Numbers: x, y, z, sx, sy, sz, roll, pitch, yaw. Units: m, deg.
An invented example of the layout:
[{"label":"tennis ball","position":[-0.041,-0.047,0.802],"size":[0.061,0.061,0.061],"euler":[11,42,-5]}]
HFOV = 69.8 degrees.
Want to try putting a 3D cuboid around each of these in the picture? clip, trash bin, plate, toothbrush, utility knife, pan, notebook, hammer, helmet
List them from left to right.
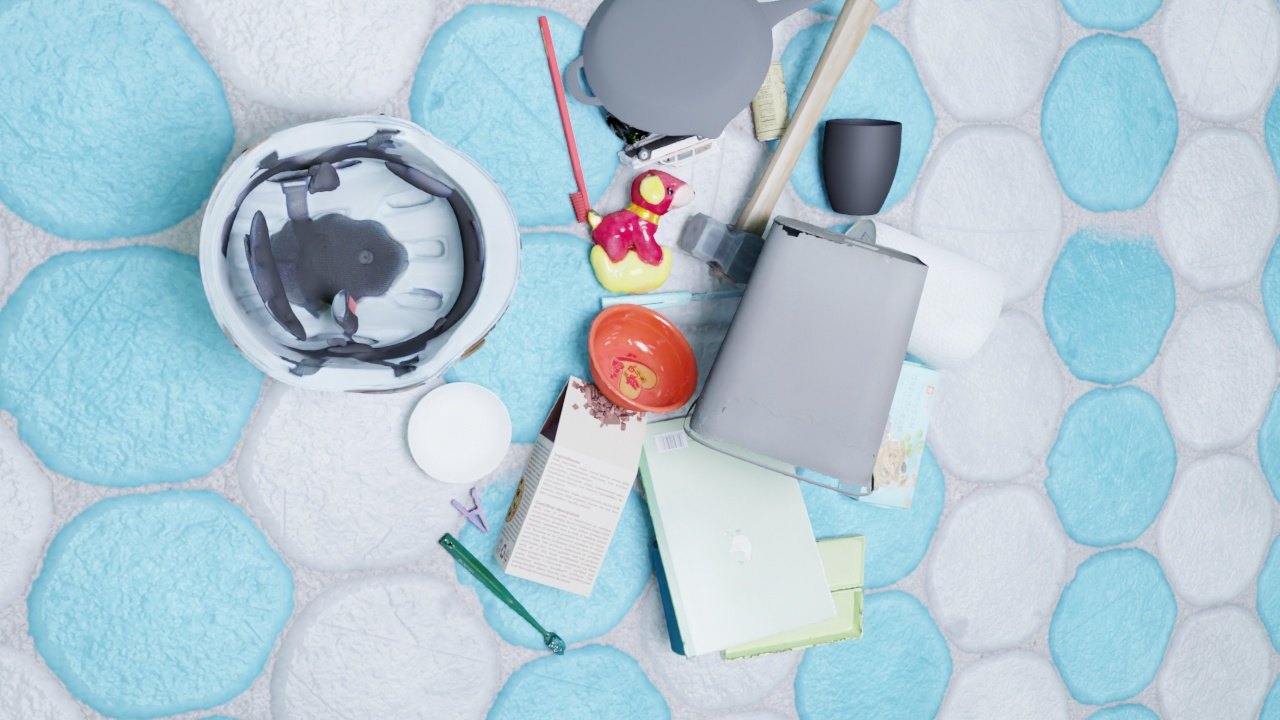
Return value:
[{"label":"helmet","position":[-0.252,-0.094,0.826],"size":[0.263,0.164,0.237],"euler":[-13,104,-24]},{"label":"plate","position":[-0.186,0.072,0.938],"size":[0.104,0.026,0.104],"euler":[-2,97,-19]},{"label":"clip","position":[-0.178,0.158,0.958],"size":[0.046,0.014,0.050],"euler":[-3,95,-19]},{"label":"toothbrush","position":[-0.144,0.251,0.977],"size":[0.016,0.017,0.190],"euler":[-45,108,-10]},{"label":"toothbrush","position":[-0.082,-0.246,0.949],"size":[0.017,0.012,0.212],"euler":[-16,101,-17]},{"label":"utility knife","position":[0.040,-0.069,1.010],"size":[0.177,0.015,0.022],"euler":[-8,127,-20]},{"label":"notebook","position":[0.100,0.176,1.003],"size":[0.181,0.010,0.252],"euler":[-9,74,-20]},{"label":"pan","position":[0.094,-0.342,0.927],"size":[0.354,0.024,0.216],"euler":[-21,74,-2]},{"label":"hammer","position":[0.163,-0.233,0.981],"size":[0.117,0.051,0.323],"euler":[22,100,-27]},{"label":"trash bin","position":[0.173,-0.017,0.921],"size":[0.197,0.197,0.220],"euler":[18,104,7]},{"label":"trash bin","position":[0.302,-0.080,1.044],"size":[0.161,0.133,0.133],"euler":[23,87,-15]}]

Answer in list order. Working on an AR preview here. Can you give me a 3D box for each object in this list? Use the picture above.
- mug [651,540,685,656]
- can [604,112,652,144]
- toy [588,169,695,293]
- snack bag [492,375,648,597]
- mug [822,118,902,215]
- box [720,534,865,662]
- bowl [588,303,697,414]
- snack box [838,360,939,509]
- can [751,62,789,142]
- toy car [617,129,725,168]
[{"label":"mug","position":[0.055,0.255,1.020],"size":[0.078,0.078,0.121],"euler":[-18,96,-17]},{"label":"can","position":[0.024,-0.289,0.959],"size":[0.054,0.054,0.137],"euler":[45,81,-18]},{"label":"toy","position":[-0.006,-0.136,0.967],"size":[0.105,0.067,0.137],"euler":[19,101,-19]},{"label":"snack bag","position":[-0.068,0.128,0.962],"size":[0.094,0.070,0.206],"euler":[22,88,-20]},{"label":"mug","position":[0.257,-0.221,1.042],"size":[0.118,0.085,0.100],"euler":[-22,120,-47]},{"label":"box","position":[0.182,0.279,1.089],"size":[0.187,0.024,0.137],"euler":[-5,103,-19]},{"label":"bowl","position":[-0.006,0.006,0.965],"size":[0.130,0.045,0.130],"euler":[17,52,-24]},{"label":"snack box","position":[0.296,0.086,1.095],"size":[0.075,0.053,0.174],"euler":[11,93,-21]},{"label":"can","position":[0.142,-0.283,1.010],"size":[0.038,0.038,0.079],"euler":[-12,99,-18]},{"label":"toy car","position":[0.035,-0.224,0.981],"size":[0.113,0.039,0.039],"euler":[-24,124,-15]}]
